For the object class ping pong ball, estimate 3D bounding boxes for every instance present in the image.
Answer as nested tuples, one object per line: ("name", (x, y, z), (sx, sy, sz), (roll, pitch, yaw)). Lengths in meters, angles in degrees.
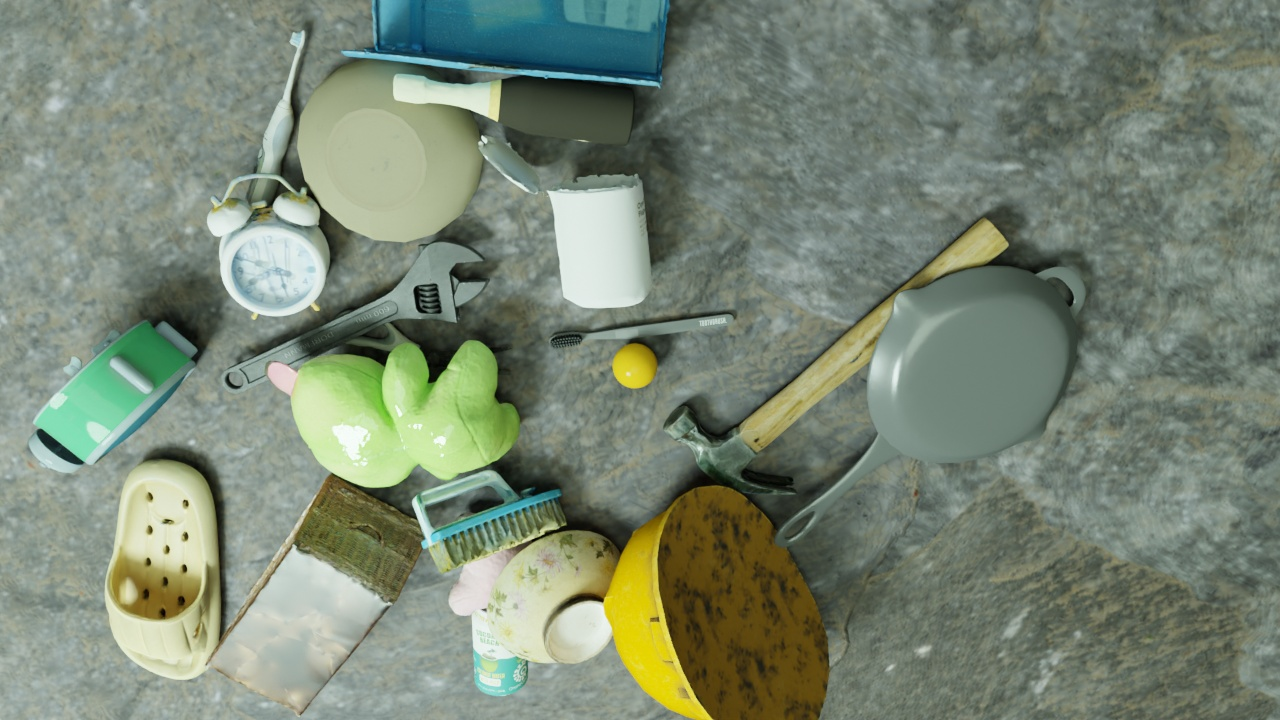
("ping pong ball", (-0.005, 0.005, 0.817), (0.040, 0.040, 0.040), (1, 112, 1))

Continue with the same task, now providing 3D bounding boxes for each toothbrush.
("toothbrush", (0.000, -0.027, 0.821), (0.167, 0.013, 0.013), (-8, 111, 2))
("toothbrush", (-0.303, -0.183, 0.761), (0.024, 0.022, 0.186), (16, 114, -24))

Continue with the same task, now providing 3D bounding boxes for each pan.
("pan", (0.252, 0.055, 0.817), (0.216, 0.024, 0.355), (39, 105, -23))

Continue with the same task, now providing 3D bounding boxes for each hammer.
("hammer", (0.183, -0.001, 0.816), (0.331, 0.033, 0.132), (-42, 103, 16))

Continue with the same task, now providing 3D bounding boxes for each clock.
("clock", (-0.470, 0.036, 0.801), (0.162, 0.121, 0.075), (-39, 107, 19))
("clock", (-0.309, -0.096, 0.768), (0.088, 0.052, 0.125), (-10, 120, -14))

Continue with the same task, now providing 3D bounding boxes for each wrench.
("wrench", (-0.256, -0.031, 0.810), (0.273, 0.018, 0.073), (-23, 107, 11))

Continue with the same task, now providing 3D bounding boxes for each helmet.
("helmet", (0.051, 0.241, 0.849), (0.132, 0.204, 0.255), (-19, 120, 39))

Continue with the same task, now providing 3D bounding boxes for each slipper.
("slipper", (-0.478, 0.221, 0.900), (0.111, 0.079, 0.262), (13, 111, 0))

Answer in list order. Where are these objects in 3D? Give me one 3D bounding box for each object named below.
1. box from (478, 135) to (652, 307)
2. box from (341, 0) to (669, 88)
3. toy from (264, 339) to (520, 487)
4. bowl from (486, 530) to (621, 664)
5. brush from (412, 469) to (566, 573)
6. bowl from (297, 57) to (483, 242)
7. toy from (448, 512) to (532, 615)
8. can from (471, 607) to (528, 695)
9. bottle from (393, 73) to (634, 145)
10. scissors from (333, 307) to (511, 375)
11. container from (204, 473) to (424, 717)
("box", (-0.062, -0.116, 0.752), (0.136, 0.084, 0.147), (0, 111, 8))
("box", (-0.094, -0.258, 0.676), (0.231, 0.112, 0.094), (6, 113, -1))
("toy", (-0.212, 0.054, 0.803), (0.197, 0.107, 0.150), (-13, 133, 0))
("bowl", (-0.068, 0.239, 0.872), (0.145, 0.063, 0.145), (-11, 116, -23))
("brush", (-0.135, 0.139, 0.850), (0.135, 0.056, 0.075), (-16, 80, -31))
("bowl", (-0.209, -0.167, 0.748), (0.152, 0.050, 0.152), (1, 112, 1))
("toy", (-0.136, 0.198, 0.892), (0.095, 0.053, 0.099), (4, 88, -16))
("can", (-0.141, 0.284, 0.926), (0.055, 0.054, 0.102), (2, 112, 1))
("bottle", (-0.098, -0.202, 0.718), (0.184, 0.045, 0.045), (5, 112, -11))
("scissors", (-0.206, 0.004, 0.839), (0.165, 0.012, 0.150), (34, 109, -14))
("container", (-0.307, 0.226, 0.877), (0.114, 0.112, 0.199), (34, 110, -12))
